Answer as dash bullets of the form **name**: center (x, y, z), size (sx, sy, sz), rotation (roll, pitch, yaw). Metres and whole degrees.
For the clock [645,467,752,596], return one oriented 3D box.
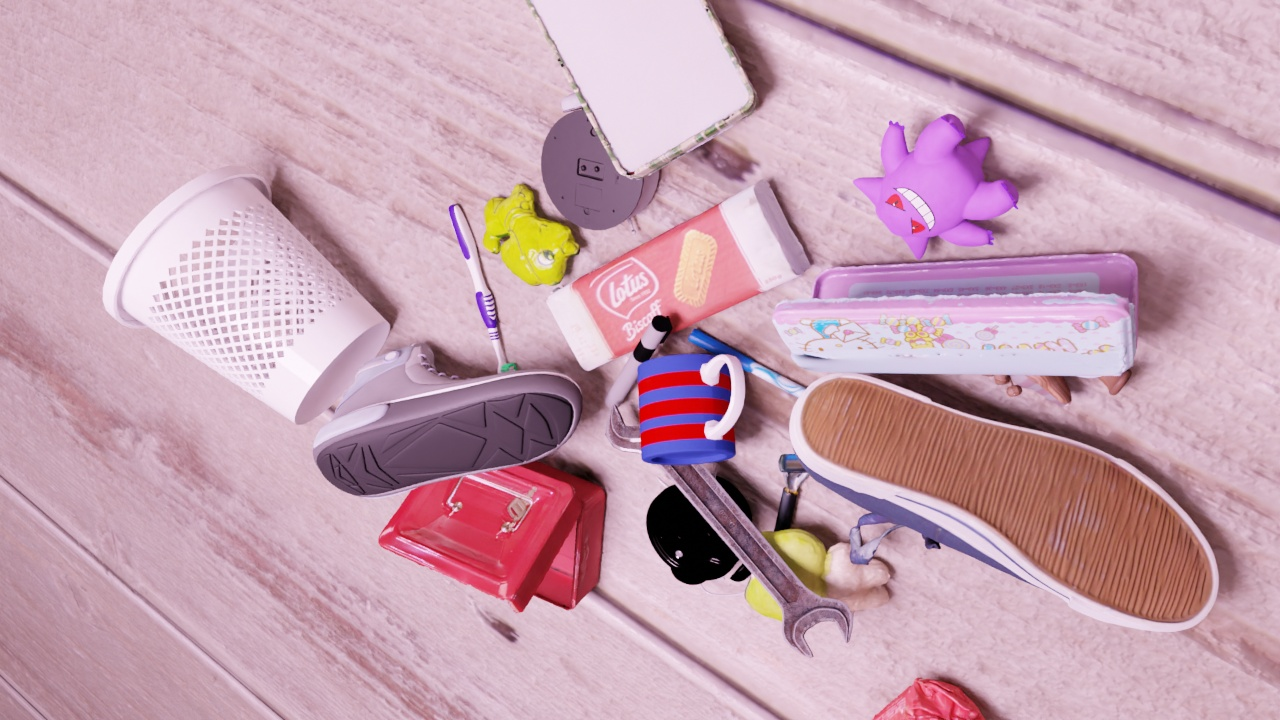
- **clock**: center (0.058, 0.155, 0.804), size (0.091, 0.042, 0.121), rotation (-15, 102, 35)

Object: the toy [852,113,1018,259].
- **toy**: center (0.193, -0.114, 0.605), size (0.106, 0.055, 0.088), rotation (48, 130, -7)

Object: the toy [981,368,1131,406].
- **toy**: center (0.267, 0.003, 0.617), size (0.102, 0.041, 0.055), rotation (36, 102, 23)

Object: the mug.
- **mug**: center (0.046, 0.036, 0.718), size (0.112, 0.074, 0.076), rotation (-25, 63, 56)

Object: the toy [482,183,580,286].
- **toy**: center (-0.098, -0.106, 0.797), size (0.094, 0.036, 0.093), rotation (-16, 93, 33)

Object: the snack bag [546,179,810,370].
- **snack bag**: center (0.022, -0.063, 0.739), size (0.226, 0.041, 0.077), rotation (-24, 98, 34)

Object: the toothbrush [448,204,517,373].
- **toothbrush**: center (-0.145, -0.055, 0.858), size (0.016, 0.015, 0.187), rotation (-7, 105, 34)

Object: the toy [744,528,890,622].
- **toy**: center (0.145, 0.179, 0.754), size (0.118, 0.043, 0.092), rotation (2, 113, 8)

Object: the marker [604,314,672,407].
- **marker**: center (-0.005, 0.004, 0.767), size (0.016, 0.016, 0.141), rotation (44, 147, 8)

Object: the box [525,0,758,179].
- **box**: center (-0.010, -0.243, 0.656), size (0.118, 0.050, 0.205), rotation (-29, 94, 15)

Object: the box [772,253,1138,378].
- **box**: center (0.197, -0.038, 0.589), size (0.215, 0.093, 0.089), rotation (0, 67, 31)

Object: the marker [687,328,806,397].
- **marker**: center (0.101, 0.011, 0.737), size (0.142, 0.013, 0.013), rotation (29, 122, 18)

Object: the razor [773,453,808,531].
- **razor**: center (0.122, 0.133, 0.772), size (0.042, 0.022, 0.144), rotation (3, 122, -10)

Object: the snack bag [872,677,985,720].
- **snack bag**: center (0.212, 0.334, 0.765), size (0.082, 0.082, 0.177), rotation (40, 124, 11)

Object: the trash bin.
- **trash bin**: center (-0.369, -0.051, 0.904), size (0.199, 0.194, 0.196), rotation (40, 125, 0)

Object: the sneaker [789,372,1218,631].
- **sneaker**: center (0.243, 0.111, 0.659), size (0.295, 0.120, 0.127), rotation (24, 163, 15)

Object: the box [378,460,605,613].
- **box**: center (-0.124, 0.166, 0.885), size (0.157, 0.151, 0.165), rotation (18, 155, 26)

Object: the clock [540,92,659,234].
- **clock**: center (-0.030, -0.165, 0.731), size (0.095, 0.035, 0.123), rotation (19, 117, 24)

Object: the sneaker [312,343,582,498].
- **sneaker**: center (-0.172, 0.029, 0.851), size (0.257, 0.160, 0.093), rotation (-16, 128, 13)

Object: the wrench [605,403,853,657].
- **wrench**: center (0.067, 0.125, 0.747), size (0.070, 0.010, 0.273), rotation (-42, 65, 1)
